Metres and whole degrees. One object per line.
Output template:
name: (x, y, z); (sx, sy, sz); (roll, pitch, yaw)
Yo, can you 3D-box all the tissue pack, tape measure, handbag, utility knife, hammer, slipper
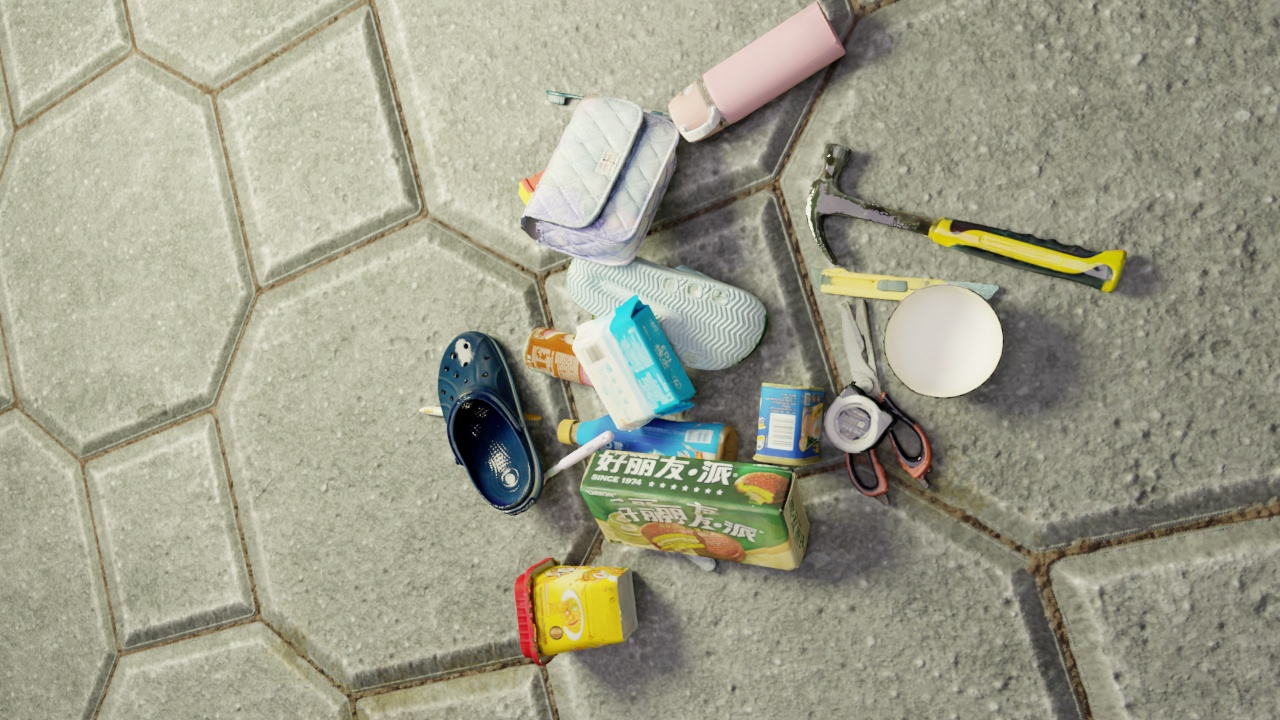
tissue pack: (-0.006, 0.006, 1.027); (0.090, 0.063, 0.140); (-26, 97, 28)
tape measure: (0.232, 0.066, 0.983); (0.066, 0.033, 0.066); (42, 105, 22)
handbag: (-0.041, -0.210, 1.050); (0.134, 0.076, 0.193); (17, 64, 9)
utility knife: (0.280, -0.080, 0.991); (0.198, 0.021, 0.031); (7, 92, 20)
hammer: (0.327, -0.130, 0.958); (0.324, 0.031, 0.126); (20, 98, 23)
slipper: (0.029, -0.066, 1.069); (0.245, 0.074, 0.104); (22, 108, 16)
slipper: (-0.202, 0.075, 1.146); (0.105, 0.095, 0.252); (-28, 67, 9)

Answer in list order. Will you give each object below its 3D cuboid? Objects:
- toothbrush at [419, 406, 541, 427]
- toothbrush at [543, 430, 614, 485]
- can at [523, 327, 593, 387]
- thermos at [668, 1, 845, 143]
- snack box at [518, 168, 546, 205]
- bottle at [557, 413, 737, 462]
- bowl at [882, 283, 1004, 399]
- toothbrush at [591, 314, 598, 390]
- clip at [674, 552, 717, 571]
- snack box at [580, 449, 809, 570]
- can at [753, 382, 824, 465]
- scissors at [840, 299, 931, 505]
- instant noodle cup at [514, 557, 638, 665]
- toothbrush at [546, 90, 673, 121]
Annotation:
toothbrush: (-0.214, 0.074, 1.215); (0.192, 0.016, 0.018); (2, 99, 24)
toothbrush: (-0.086, 0.121, 1.111); (0.190, 0.021, 0.029); (-36, 86, 47)
can: (-0.069, 0.000, 1.125); (0.147, 0.057, 0.058); (14, 96, 24)
thermos: (0.126, -0.312, 1.023); (0.199, 0.087, 0.067); (-28, 123, 20)
snack box: (-0.092, -0.196, 1.126); (0.080, 0.082, 0.091); (-35, 77, 10)
bottle: (0.003, 0.097, 1.088); (0.219, 0.065, 0.065); (4, 92, 25)
bowl: (0.313, -0.019, 0.944); (0.117, 0.066, 0.116); (0, 90, 24)
toothbrush: (-0.050, -0.048, 1.101); (0.017, 0.012, 0.185); (-7, 61, 8)
clip: (0.066, 0.228, 1.085); (0.058, 0.041, 0.026); (34, 101, 20)
snack box: (0.061, 0.165, 1.031); (0.240, 0.114, 0.063); (4, 49, 24)
can: (0.163, 0.068, 0.995); (0.057, 0.102, 0.083); (5, 89, 24)
scissors: (0.263, 0.041, 0.997); (0.197, 0.015, 0.205); (31, 102, 23)
instant noodle cup: (-0.074, 0.297, 1.104); (0.124, 0.116, 0.116); (-7, 87, 13)
toothbrush: (-0.038, -0.312, 1.135); (0.192, 0.016, 0.018); (18, 107, 24)
